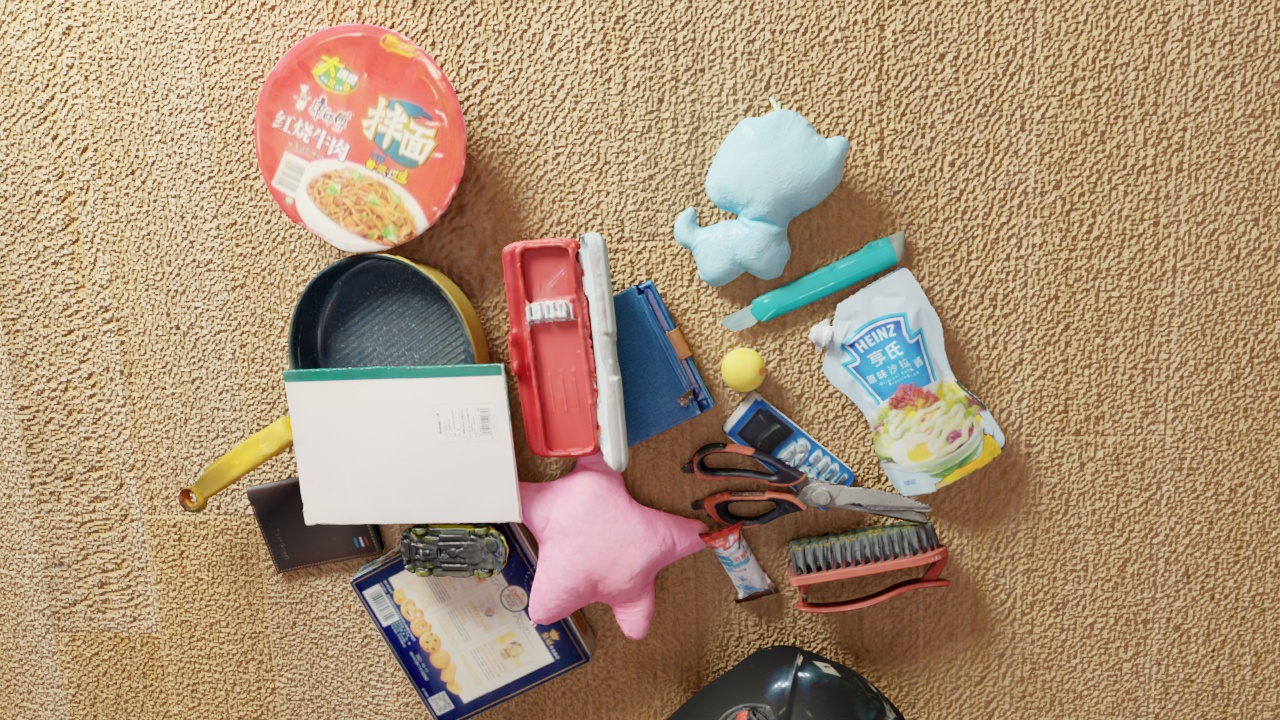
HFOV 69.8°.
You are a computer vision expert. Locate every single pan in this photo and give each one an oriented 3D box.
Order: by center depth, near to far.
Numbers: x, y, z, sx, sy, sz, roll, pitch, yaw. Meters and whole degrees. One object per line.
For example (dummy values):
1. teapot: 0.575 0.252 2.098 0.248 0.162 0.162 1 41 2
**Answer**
1. pan: -0.300 0.043 0.864 0.358 0.078 0.197 -34 89 21

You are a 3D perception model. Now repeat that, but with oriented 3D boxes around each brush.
1. brush: 0.209 0.190 0.844 0.146 0.063 0.069 -12 87 7

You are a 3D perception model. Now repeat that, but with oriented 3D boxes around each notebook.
1. notebook: -0.215 0.078 0.826 0.209 0.012 0.150 -2 104 10

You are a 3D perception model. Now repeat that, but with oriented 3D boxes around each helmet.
1. helmet: 0.138 0.373 0.786 0.229 0.275 0.233 -41 104 -15

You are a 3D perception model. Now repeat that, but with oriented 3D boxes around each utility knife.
1. utility knife: 0.156 -0.068 0.826 0.180 0.013 0.029 -24 94 9

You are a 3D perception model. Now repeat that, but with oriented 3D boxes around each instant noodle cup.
1. instant noodle cup: -0.242 -0.196 0.823 0.194 0.065 0.194 1 100 6

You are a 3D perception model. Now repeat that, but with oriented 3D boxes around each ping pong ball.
1. ping pong ball: 0.094 0.009 0.834 0.040 0.040 0.040 1 100 6

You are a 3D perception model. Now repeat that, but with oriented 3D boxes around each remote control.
1. remote control: 0.138 0.084 0.851 0.125 0.024 0.049 39 102 -3

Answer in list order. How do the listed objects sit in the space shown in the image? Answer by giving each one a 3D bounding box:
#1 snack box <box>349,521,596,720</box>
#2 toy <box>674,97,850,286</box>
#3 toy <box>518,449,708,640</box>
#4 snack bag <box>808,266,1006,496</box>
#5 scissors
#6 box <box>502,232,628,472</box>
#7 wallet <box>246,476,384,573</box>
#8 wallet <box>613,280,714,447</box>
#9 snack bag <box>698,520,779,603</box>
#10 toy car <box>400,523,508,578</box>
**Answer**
1. snack box: -0.164 0.248 0.906 0.183 0.045 0.178 -28 95 11
2. toy: 0.104 -0.146 0.801 0.161 0.049 0.156 -5 107 15
3. toy: -0.052 0.169 0.856 0.194 0.075 0.178 40 78 0
4. snack bag: 0.237 0.022 0.823 0.110 0.038 0.191 -30 95 21
5. scissors: 0.149 0.132 0.842 0.207 0.015 0.192 41 120 -3
6. box: -0.055 -0.009 0.804 0.155 0.073 0.201 3 103 47
7. wallet: -0.326 0.160 0.924 0.122 0.020 0.096 -12 99 11
8. wallet: -0.005 0.005 0.847 0.106 0.040 0.133 -27 93 17
9. snack bag: 0.094 0.191 0.867 0.048 0.026 0.104 -20 115 11
10. toy car: -0.172 0.175 0.853 0.105 0.032 0.048 -2 98 14
